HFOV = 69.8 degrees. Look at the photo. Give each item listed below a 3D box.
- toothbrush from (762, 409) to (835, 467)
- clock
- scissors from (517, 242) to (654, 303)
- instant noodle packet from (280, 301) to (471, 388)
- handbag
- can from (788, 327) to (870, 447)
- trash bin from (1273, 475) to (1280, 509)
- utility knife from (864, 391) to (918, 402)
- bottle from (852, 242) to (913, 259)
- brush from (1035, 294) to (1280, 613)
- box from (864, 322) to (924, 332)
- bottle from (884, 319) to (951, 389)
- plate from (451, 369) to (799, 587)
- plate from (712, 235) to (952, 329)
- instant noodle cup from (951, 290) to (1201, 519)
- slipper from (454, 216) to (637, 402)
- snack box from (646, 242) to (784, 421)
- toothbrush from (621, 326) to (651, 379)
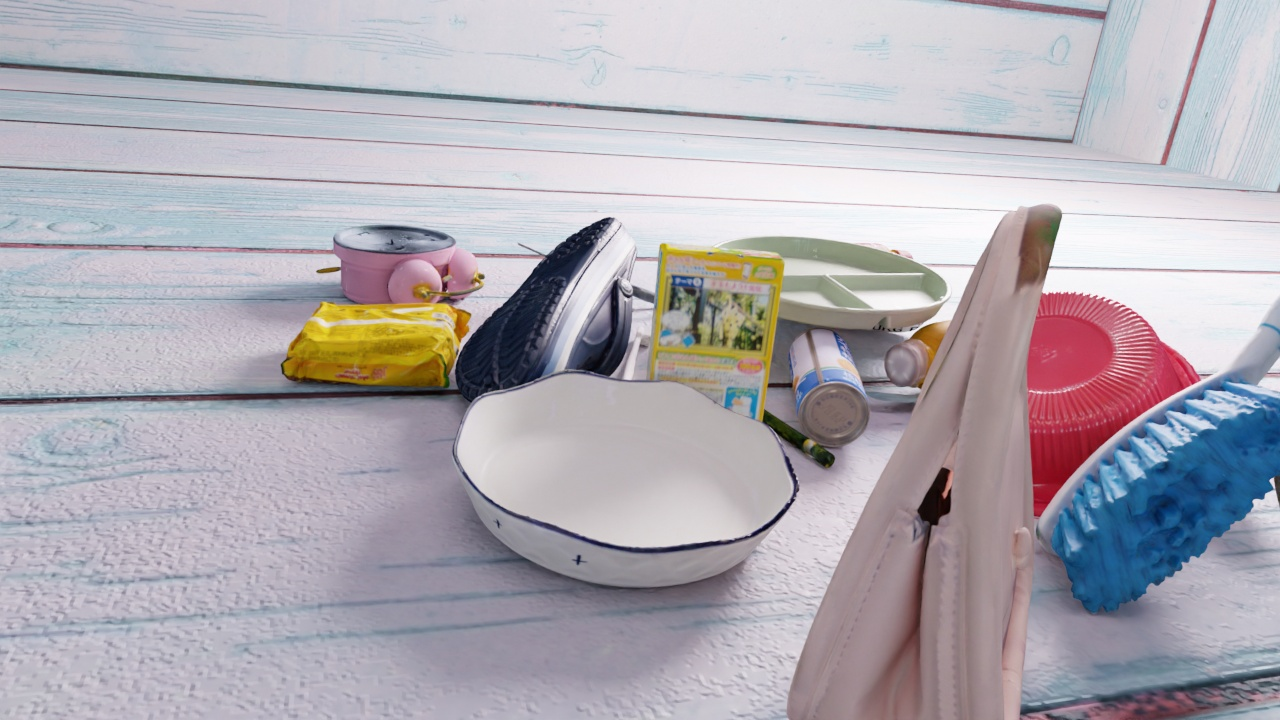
[{"bbox_3d":[0.086,0.039,0.721,0.017,0.012,0.186,-13,28,-28],"label":"toothbrush"},{"bbox_3d":[-0.226,-0.089,0.901,0.159,0.060,0.117,15,22,25],"label":"clock"},{"bbox_3d":[-0.045,-0.087,0.932,0.181,0.014,0.159,21,2,-15],"label":"scissors"},{"bbox_3d":[-0.204,-0.013,0.731,0.128,0.044,0.110,1,28,-2],"label":"instant noodle packet"},{"bbox_3d":[0.145,0.045,0.410,0.093,0.234,0.192,13,22,22],"label":"handbag"},{"bbox_3d":[0.148,0.017,0.736,0.053,0.053,0.134,7,21,3],"label":"can"},{"bbox_3d":[0.544,0.062,0.524,0.251,0.230,0.229,-5,23,-12],"label":"trash bin"},{"bbox_3d":[0.296,0.039,0.777,0.222,0.013,0.029,6,22,-7],"label":"utility knife"},{"bbox_3d":[0.242,-0.111,1.087,0.174,0.057,0.057,-3,23,-22],"label":"bottle"},{"bbox_3d":[0.354,0.014,0.534,0.060,0.315,0.109,44,10,-5],"label":"brush"},{"bbox_3d":[0.219,-0.076,0.966,0.162,0.076,0.087,7,49,12],"label":"box"},{"bbox_3d":[0.296,-0.006,0.818,0.189,0.068,0.068,-8,25,-32],"label":"bottle"},{"bbox_3d":[-0.010,0.069,0.560,0.205,0.046,0.204,8,24,-4],"label":"plate"},{"bbox_3d":[0.173,-0.075,0.862,0.230,0.027,0.229,5,22,-2],"label":"plate"},{"bbox_3d":[0.288,0.015,0.642,0.194,0.066,0.193,-16,39,13],"label":"instant noodle cup"},{"bbox_3d":[-0.061,-0.025,0.743,0.105,0.095,0.252,-25,25,33],"label":"slipper"},{"bbox_3d":[0.051,-0.012,0.663,0.087,0.140,0.033,4,20,-5],"label":"snack box"},{"bbox_3d":[-0.005,0.005,0.782,0.016,0.016,0.179,13,21,2],"label":"toothbrush"}]
